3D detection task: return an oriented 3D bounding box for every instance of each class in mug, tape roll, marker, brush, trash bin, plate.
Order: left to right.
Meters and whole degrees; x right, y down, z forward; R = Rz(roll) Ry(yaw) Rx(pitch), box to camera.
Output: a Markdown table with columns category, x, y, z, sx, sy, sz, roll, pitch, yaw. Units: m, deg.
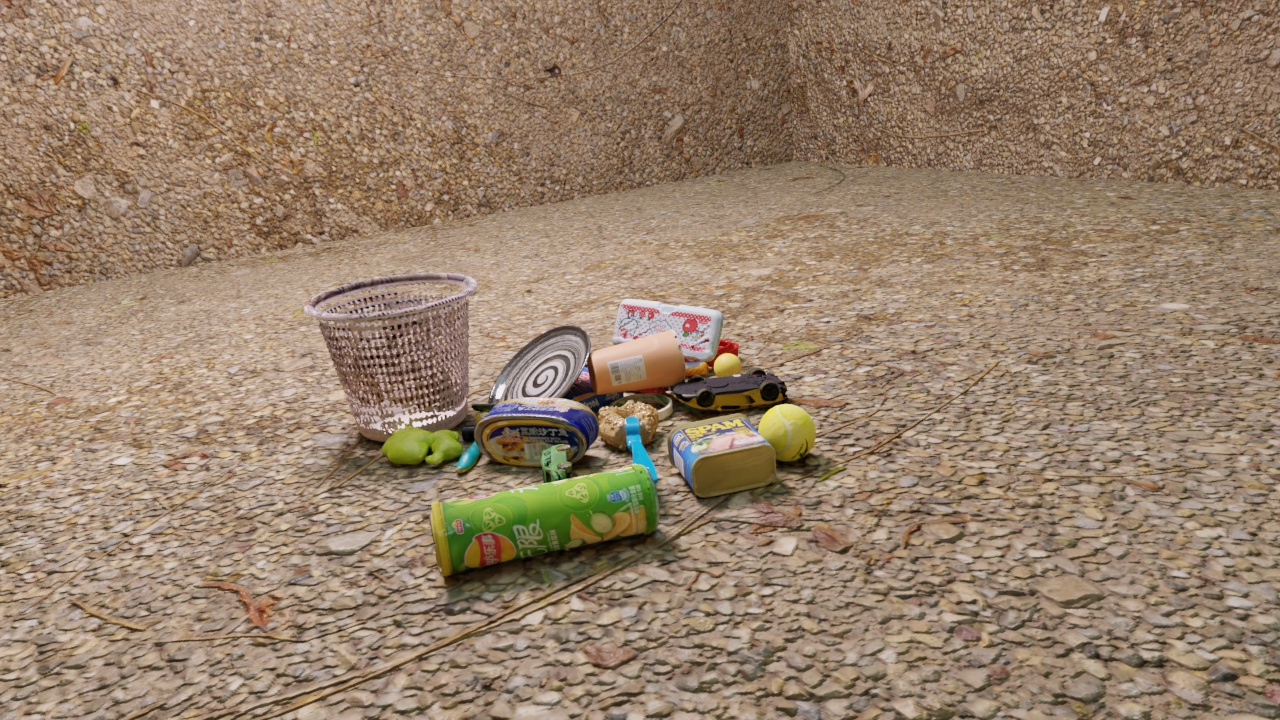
| category | x | y | z | sx | sy | sz | roll | pitch | yaw |
| --- | --- | --- | --- | --- | --- | --- | --- | --- | --- |
| trash bin | -0.322 | -0.002 | 1.246 | 0.227 | 0.192 | 0.227 | -5 | 18 | 1 |
| marker | -0.167 | 0.091 | 1.197 | 0.132 | 0.020 | 0.022 | -4 | 3 | 5 |
| plate | -0.137 | 0.025 | 1.269 | 0.180 | 0.024 | 0.179 | -27 | 35 | 20 |
| brush | -0.007 | 0.097 | 1.076 | 0.083 | 0.046 | 0.254 | -4 | 12 | -5 |
| mug | -0.007 | 0.007 | 1.254 | 0.122 | 0.078 | 0.078 | -12 | 19 | -12 |
| tape roll | 0.001 | 0.065 | 1.237 | 0.086 | 0.014 | 0.085 | -5 | 18 | 2 |

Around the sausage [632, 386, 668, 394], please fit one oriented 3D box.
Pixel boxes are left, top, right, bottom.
| category | x | y | z | sx | sy | sz | roll | pitch | yaw |
| --- | --- | --- | --- | --- | --- | --- | --- | --- | --- |
| sausage | -0.025 | 0.033 | 1.334 | 0.156 | 0.020 | 0.020 | 6 | 21 | 33 |

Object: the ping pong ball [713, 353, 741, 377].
| category | x | y | z | sx | sy | sz | roll | pitch | yaw |
| --- | --- | --- | --- | --- | --- | --- | --- | --- | --- |
| ping pong ball | 0.126 | 0.010 | 1.323 | 0.040 | 0.040 | 0.040 | -5 | 18 | 1 |

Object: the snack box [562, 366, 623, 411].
| category | x | y | z | sx | sy | sz | roll | pitch | yaw |
| --- | --- | --- | --- | --- | --- | --- | --- | --- | --- |
| snack box | -0.104 | 0.035 | 1.318 | 0.084 | 0.026 | 0.157 | -19 | 27 | -35 |

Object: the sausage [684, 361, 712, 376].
| category | x | y | z | sx | sy | sz | roll | pitch | yaw |
| --- | --- | --- | --- | --- | --- | --- | --- | --- | --- |
| sausage | 0.025 | 0.016 | 1.366 | 0.165 | 0.021 | 0.021 | -3 | 18 | 7 |

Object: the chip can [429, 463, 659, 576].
| category | x | y | z | sx | sy | sz | roll | pitch | yaw |
| --- | --- | --- | --- | --- | --- | --- | --- | --- | --- |
| chip can | -0.091 | 0.154 | 0.898 | 0.221 | 0.073 | 0.072 | -10 | 19 | -13 |

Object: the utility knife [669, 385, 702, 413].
| category | x | y | z | sx | sy | sz | roll | pitch | yaw |
| --- | --- | --- | --- | --- | --- | --- | --- | --- | --- |
| utility knife | 0.053 | 0.038 | 1.288 | 0.029 | 0.013 | 0.164 | -5 | 25 | -16 |

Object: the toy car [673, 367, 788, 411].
| category | x | y | z | sx | sy | sz | roll | pitch | yaw |
| --- | --- | --- | --- | --- | --- | --- | --- | --- | --- |
| toy car | 0.120 | 0.042 | 1.226 | 0.155 | 0.041 | 0.071 | -5 | 18 | -8 |

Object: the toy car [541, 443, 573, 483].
| category | x | y | z | sx | sy | sz | roll | pitch | yaw |
| --- | --- | --- | --- | --- | --- | --- | --- | --- | --- |
| toy car | -0.092 | 0.126 | 1.032 | 0.036 | 0.043 | 0.091 | -6 | 16 | -9 |

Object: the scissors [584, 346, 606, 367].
| category | x | y | z | sx | sy | sz | roll | pitch | yaw |
| --- | --- | --- | --- | --- | --- | --- | --- | --- | --- |
| scissors | -0.101 | 0.005 | 1.449 | 0.141 | 0.012 | 0.170 | -2 | 19 | 3 |

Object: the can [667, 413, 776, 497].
| category | x | y | z | sx | sy | sz | roll | pitch | yaw |
| --- | --- | --- | --- | --- | --- | --- | --- | --- | --- |
| can | 0.091 | 0.106 | 1.018 | 0.102 | 0.057 | 0.083 | -10 | 21 | -12 |

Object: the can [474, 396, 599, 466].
| category | x | y | z | sx | sy | sz | roll | pitch | yaw |
| --- | --- | --- | --- | --- | --- | --- | --- | --- | --- |
| can | -0.126 | 0.088 | 1.111 | 0.148 | 0.075 | 0.049 | 0 | 23 | 19 |

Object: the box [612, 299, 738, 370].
| category | x | y | z | sx | sy | sz | roll | pitch | yaw |
| --- | --- | --- | --- | --- | --- | --- | --- | --- | --- |
| box | 0.049 | -0.048 | 1.432 | 0.202 | 0.099 | 0.095 | 10 | 24 | 38 |

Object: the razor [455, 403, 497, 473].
| category | x | y | z | sx | sy | sz | roll | pitch | yaw |
| --- | --- | --- | --- | --- | --- | --- | --- | --- | --- |
| razor | -0.207 | 0.100 | 1.151 | 0.043 | 0.028 | 0.132 | 1 | 35 | 9 |

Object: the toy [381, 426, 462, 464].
| category | x | y | z | sx | sy | sz | roll | pitch | yaw |
| --- | --- | --- | --- | --- | --- | --- | --- | --- | --- |
| toy | -0.277 | 0.108 | 1.157 | 0.100 | 0.031 | 0.096 | -12 | 28 | -13 |

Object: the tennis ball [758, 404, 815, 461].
| category | x | y | z | sx | sy | sz | roll | pitch | yaw |
| --- | --- | --- | --- | --- | --- | --- | --- | --- | --- |
| tennis ball | 0.167 | 0.083 | 1.047 | 0.065 | 0.065 | 0.065 | -5 | 18 | 1 |
